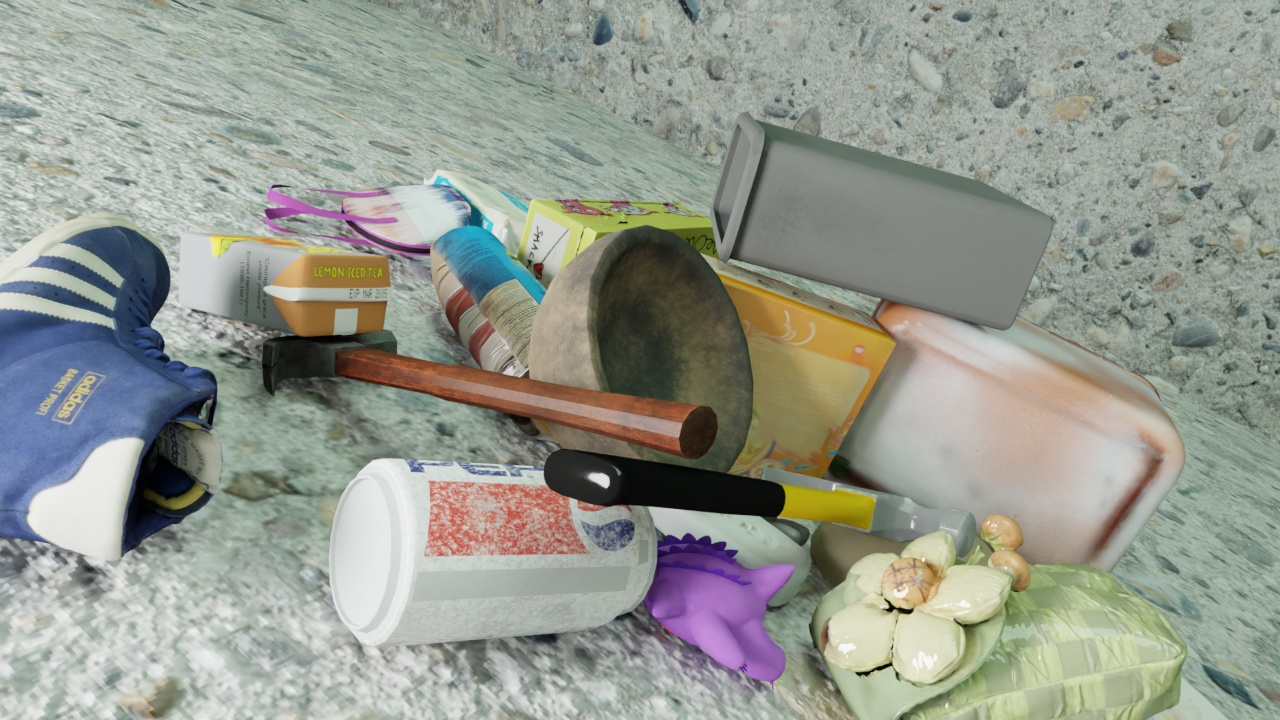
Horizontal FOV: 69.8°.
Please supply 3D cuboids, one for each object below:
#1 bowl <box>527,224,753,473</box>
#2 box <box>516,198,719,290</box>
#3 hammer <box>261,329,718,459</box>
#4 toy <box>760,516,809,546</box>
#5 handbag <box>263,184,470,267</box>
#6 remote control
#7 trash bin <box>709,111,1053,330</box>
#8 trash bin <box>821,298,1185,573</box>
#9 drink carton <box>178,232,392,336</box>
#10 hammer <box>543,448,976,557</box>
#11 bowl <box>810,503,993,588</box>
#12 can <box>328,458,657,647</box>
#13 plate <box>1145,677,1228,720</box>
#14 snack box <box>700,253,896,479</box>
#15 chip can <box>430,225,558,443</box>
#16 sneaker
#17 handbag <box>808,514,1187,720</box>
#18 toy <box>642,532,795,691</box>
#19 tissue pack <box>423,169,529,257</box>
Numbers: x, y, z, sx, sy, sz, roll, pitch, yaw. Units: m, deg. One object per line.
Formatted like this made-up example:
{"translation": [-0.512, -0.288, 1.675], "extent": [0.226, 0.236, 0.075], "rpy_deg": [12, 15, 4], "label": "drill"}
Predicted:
{"translation": [-0.003, 0.003, 0.569], "extent": [0.070, 0.162, 0.162], "rpy_deg": [-16, -10, 38], "label": "bowl"}
{"translation": [-0.013, -0.081, 0.848], "extent": [0.082, 0.124, 0.220], "rpy_deg": [32, 23, 32], "label": "box"}
{"translation": [-0.094, 0.014, 0.494], "extent": [0.301, 0.028, 0.110], "rpy_deg": [9, 10, 35], "label": "hammer"}
{"translation": [0.066, 0.095, 0.638], "extent": [0.112, 0.030, 0.049], "rpy_deg": [33, 16, 27], "label": "toy"}
{"translation": [-0.247, -0.128, 0.826], "extent": [0.169, 0.068, 0.144], "rpy_deg": [3, 26, -33], "label": "handbag"}
{"translation": [0.052, 0.110, 0.581], "extent": [0.114, 0.028, 0.060], "rpy_deg": [31, 20, 19], "label": "remote control"}
{"translation": [0.176, -0.116, 0.731], "extent": [0.220, 0.098, 0.191], "rpy_deg": [14, 20, -3], "label": "trash bin"}
{"translation": [0.288, 0.060, 0.773], "extent": [0.260, 0.182, 0.157], "rpy_deg": [29, 21, 12], "label": "trash bin"}
{"translation": [-0.228, -0.050, 0.583], "extent": [0.125, 0.048, 0.076], "rpy_deg": [12, 11, 31], "label": "drink carton"}
{"translation": [0.067, 0.073, 0.488], "extent": [0.127, 0.029, 0.323], "rpy_deg": [10, -4, 38], "label": "hammer"}
{"translation": [0.199, 0.141, 0.639], "extent": [0.152, 0.050, 0.152], "rpy_deg": [21, 19, -8], "label": "bowl"}
{"translation": [-0.065, 0.087, 0.423], "extent": [0.136, 0.078, 0.078], "rpy_deg": [9, 24, -39], "label": "can"}
{"translation": [0.314, 0.220, 0.565], "extent": [0.187, 0.016, 0.186], "rpy_deg": [45, 26, 23], "label": "plate"}
{"translation": [0.068, 0.006, 0.703], "extent": [0.195, 0.145, 0.080], "rpy_deg": [18, 21, -16], "label": "snack box"}
{"translation": [-0.099, -0.027, 0.696], "extent": [0.079, 0.080, 0.229], "rpy_deg": [10, 23, -36], "label": "chip can"}
{"translation": [-0.232, 0.004, 0.423], "extent": [0.118, 0.091, 0.232], "rpy_deg": [18, 20, -5], "label": "sneaker"}
{"translation": [0.181, 0.138, 0.480], "extent": [0.186, 0.117, 0.113], "rpy_deg": [-11, 22, -6], "label": "handbag"}
{"translation": [0.036, 0.122, 0.486], "extent": [0.088, 0.056, 0.106], "rpy_deg": [20, 19, -18], "label": "toy"}
{"translation": [-0.141, -0.130, 0.929], "extent": [0.117, 0.066, 0.209], "rpy_deg": [17, 18, -42], "label": "tissue pack"}
